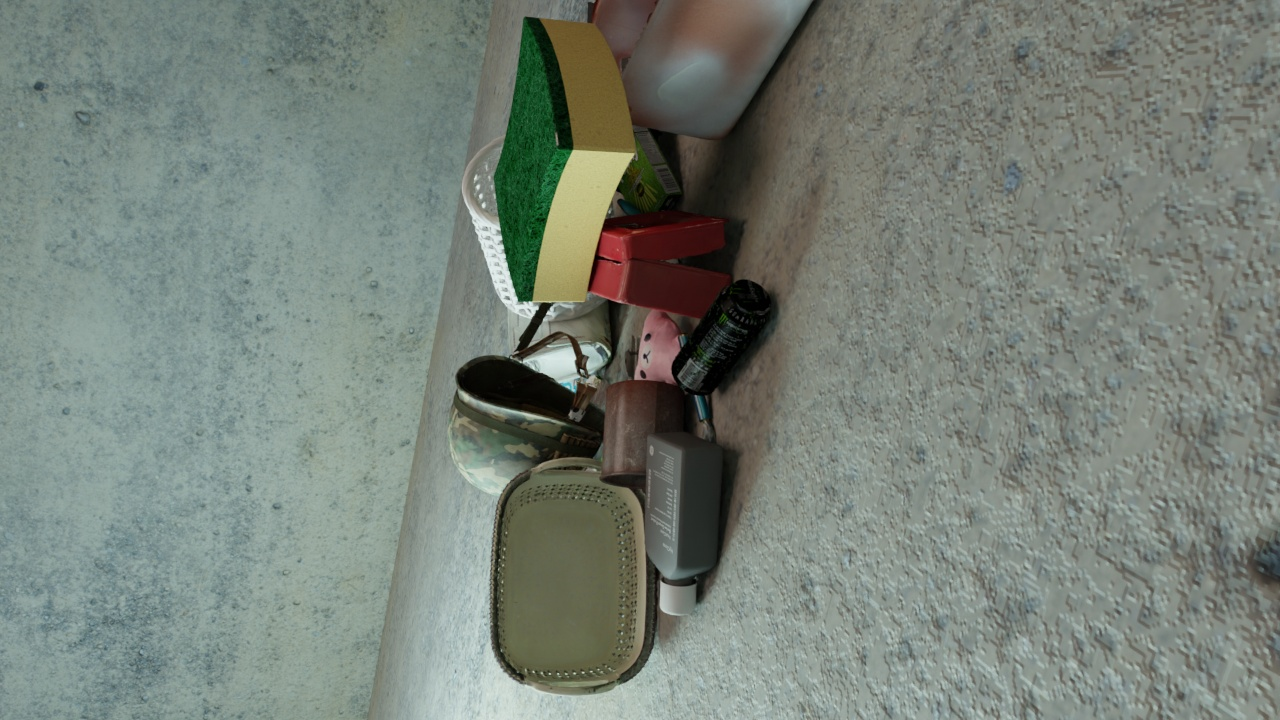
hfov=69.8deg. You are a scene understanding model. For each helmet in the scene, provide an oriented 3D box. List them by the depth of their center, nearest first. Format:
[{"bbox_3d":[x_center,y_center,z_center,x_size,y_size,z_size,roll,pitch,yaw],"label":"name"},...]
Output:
[{"bbox_3d":[-0.126,0.058,1.148,0.193,0.224,0.237,41,123,51],"label":"helmet"}]

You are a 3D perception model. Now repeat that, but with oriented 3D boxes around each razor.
[{"bbox_3d":[0.059,0.037,0.956,0.042,0.022,0.143,133,133,-56],"label":"razor"}]

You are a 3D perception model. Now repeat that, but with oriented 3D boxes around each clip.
[{"bbox_3d":[-0.007,0.007,1.146,0.054,0.040,0.101,114,157,-67],"label":"clip"}]

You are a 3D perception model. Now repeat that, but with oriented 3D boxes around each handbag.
[{"bbox_3d":[-0.115,-0.073,1.324,0.096,0.142,0.198,57,-160,-50],"label":"handbag"}]

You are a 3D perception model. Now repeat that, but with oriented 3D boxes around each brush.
[{"bbox_3d":[-0.089,-0.205,0.962,0.251,0.075,0.194,114,148,-50],"label":"brush"}]

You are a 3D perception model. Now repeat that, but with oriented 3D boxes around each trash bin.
[{"bbox_3d":[0.061,-0.371,0.931,0.261,0.157,0.181,124,148,-52],"label":"trash bin"}]

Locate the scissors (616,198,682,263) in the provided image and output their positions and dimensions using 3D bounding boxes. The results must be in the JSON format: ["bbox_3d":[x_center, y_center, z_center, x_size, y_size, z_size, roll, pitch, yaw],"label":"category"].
[{"bbox_3d":[0.005,-0.152,1.139,0.151,0.019,0.130,-27,78,60],"label":"scissors"}]

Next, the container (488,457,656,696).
[{"bbox_3d":[-0.081,0.249,1.048,0.143,0.184,0.251,119,152,-69],"label":"container"}]

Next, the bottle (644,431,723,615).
[{"bbox_3d":[0.040,0.164,0.910,0.084,0.046,0.174,-164,75,-65],"label":"bottle"}]

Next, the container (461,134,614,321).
[{"bbox_3d":[-0.125,-0.180,1.228,0.187,0.189,0.189,82,-179,-54],"label":"container"}]

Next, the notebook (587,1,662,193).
[{"bbox_3d":[-0.023,-0.335,1.200,0.169,0.019,0.232,37,132,46],"label":"notebook"}]

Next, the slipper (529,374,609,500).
[{"bbox_3d":[-0.094,0.137,1.286,0.239,0.064,0.094,-63,19,1],"label":"slipper"}]

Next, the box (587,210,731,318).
[{"bbox_3d":[0.012,-0.098,0.992,0.157,0.135,0.117,-145,52,-67],"label":"box"}]

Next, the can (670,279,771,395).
[{"bbox_3d":[0.077,-0.020,0.893,0.138,0.054,0.053,122,149,-48],"label":"can"}]

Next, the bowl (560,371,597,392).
[{"bbox_3d":[-0.123,0.018,1.389,0.144,0.074,0.144,-172,91,-70],"label":"bowl"}]

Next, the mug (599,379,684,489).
[{"bbox_3d":[0.005,0.087,1.016,0.123,0.096,0.110,76,-159,-73],"label":"mug"}]

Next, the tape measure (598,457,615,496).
[{"bbox_3d":[-0.026,0.138,1.139,0.059,0.035,0.065,-23,57,57],"label":"tape measure"}]

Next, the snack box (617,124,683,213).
[{"bbox_3d":[-0.003,-0.245,1.161,0.147,0.025,0.080,65,148,18],"label":"snack box"}]

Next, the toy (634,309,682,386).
[{"bbox_3d":[0.029,-0.004,1.025,0.096,0.052,0.099,26,106,57],"label":"toy"}]
